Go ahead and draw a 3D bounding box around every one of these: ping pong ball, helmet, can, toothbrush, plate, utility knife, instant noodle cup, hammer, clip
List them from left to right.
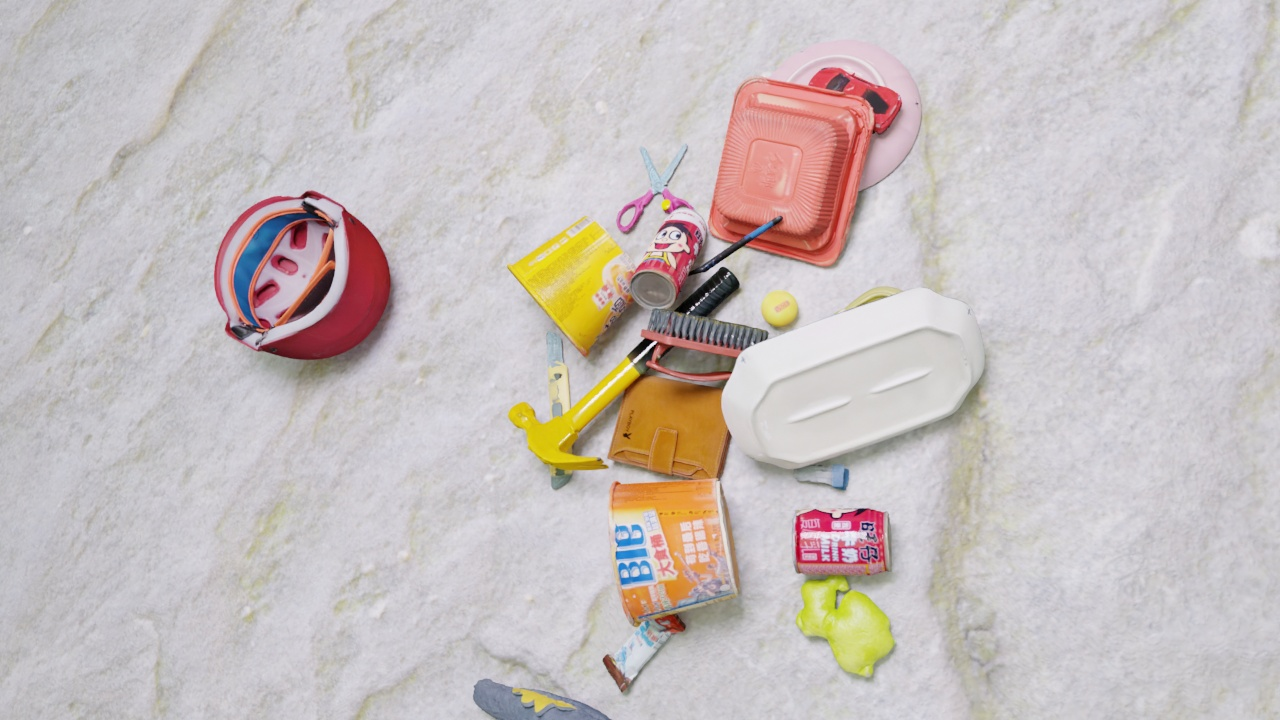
[{"bbox_3d":[-0.414,-0.097,1.158,0.240,0.144,0.207,26,86,36],"label":"helmet"},{"bbox_3d":[-0.097,0.056,1.084,0.031,0.020,0.190,-7,71,11],"label":"utility knife"},{"bbox_3d":[-0.068,-0.090,1.048,0.109,0.138,0.138,-41,68,-4],"label":"instant noodle cup"},{"bbox_3d":[-0.006,0.006,1.029,0.300,0.033,0.129,-43,60,-4],"label":"hammer"},{"bbox_3d":[0.033,-0.115,1.020,0.053,0.053,0.132,6,41,20],"label":"can"},{"bbox_3d":[0.037,0.189,0.940,0.111,0.151,0.151,-10,74,7],"label":"instant noodle cup"},{"bbox_3d":[0.086,-0.110,1.016,0.190,0.014,0.016,-30,69,40],"label":"toothbrush"},{"bbox_3d":[0.153,-0.057,1.009,0.040,0.040,0.040,-4,76,17],"label":"ping pong ball"},{"bbox_3d":[0.154,-0.207,0.996,0.165,0.079,0.189,17,105,23],"label":"instant noodle cup"},{"bbox_3d":[0.189,0.120,0.968,0.058,0.043,0.026,7,84,28],"label":"clip"},{"bbox_3d":[0.218,-0.282,1.040,0.193,0.039,0.192,-4,76,18],"label":"plate"},{"bbox_3d":[0.203,0.182,0.923,0.094,0.066,0.066,-3,76,18],"label":"can"},{"bbox_3d":[0.213,0.029,0.908,0.266,0.162,0.034,-19,29,7],"label":"plate"}]

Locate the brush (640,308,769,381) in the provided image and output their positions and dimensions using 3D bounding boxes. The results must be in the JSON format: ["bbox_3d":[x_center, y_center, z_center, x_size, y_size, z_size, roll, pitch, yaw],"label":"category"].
[{"bbox_3d":[0.075,-0.011,0.984,0.063,0.145,0.069,20,99,62],"label":"brush"}]

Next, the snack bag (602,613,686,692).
[{"bbox_3d":[0.003,0.303,0.984,0.104,0.026,0.048,-44,55,4],"label":"snack bag"}]

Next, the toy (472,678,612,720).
[{"bbox_3d":[-0.041,0.446,0.933,0.138,0.091,0.356,-47,65,16],"label":"toy"}]

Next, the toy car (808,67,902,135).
[{"bbox_3d":[0.230,-0.286,0.999,0.106,0.031,0.049,33,88,24],"label":"toy car"}]

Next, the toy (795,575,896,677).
[{"bbox_3d":[0.207,0.263,0.922,0.100,0.031,0.096,7,78,20],"label":"toy"}]

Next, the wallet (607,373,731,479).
[{"bbox_3d":[0.035,0.081,1.024,0.131,0.035,0.119,10,75,21],"label":"wallet"}]

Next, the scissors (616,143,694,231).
[{"bbox_3d":[0.016,-0.203,1.104,0.130,0.017,0.133,-28,66,13],"label":"scissors"}]

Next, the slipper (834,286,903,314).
[{"bbox_3d":[0.209,-0.010,0.960,0.190,0.081,0.091,-42,65,2],"label":"slipper"}]
